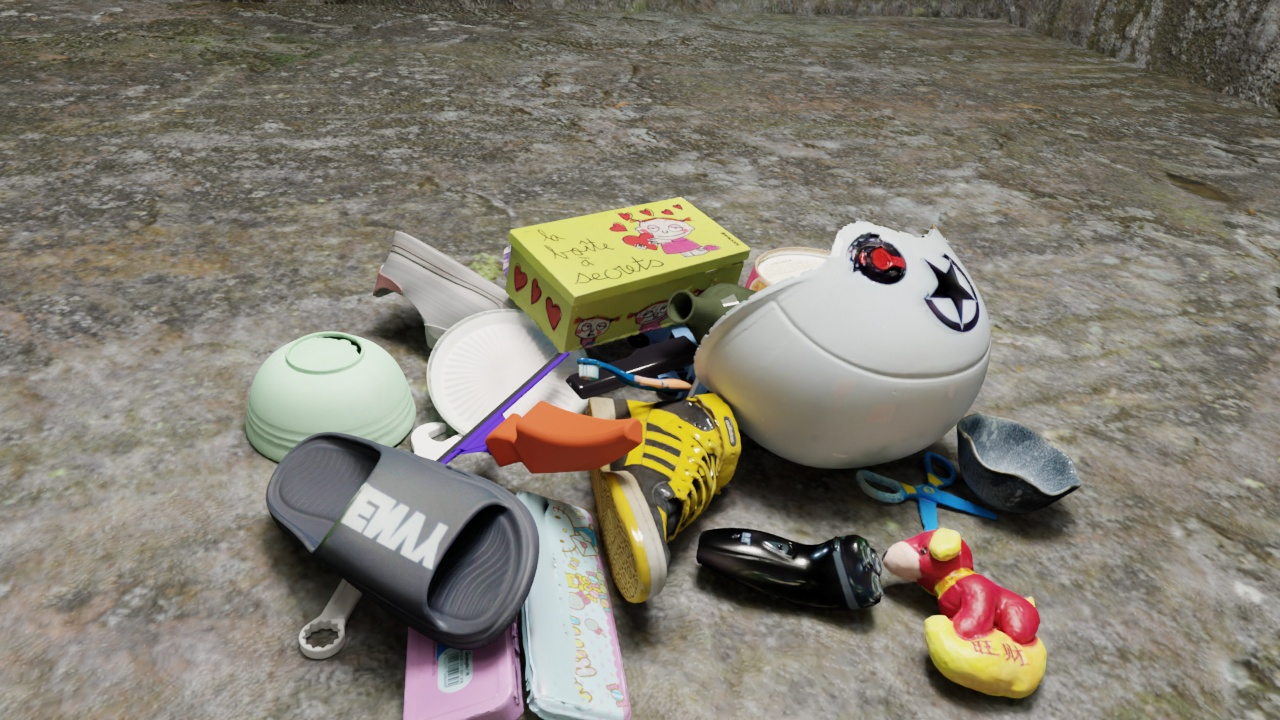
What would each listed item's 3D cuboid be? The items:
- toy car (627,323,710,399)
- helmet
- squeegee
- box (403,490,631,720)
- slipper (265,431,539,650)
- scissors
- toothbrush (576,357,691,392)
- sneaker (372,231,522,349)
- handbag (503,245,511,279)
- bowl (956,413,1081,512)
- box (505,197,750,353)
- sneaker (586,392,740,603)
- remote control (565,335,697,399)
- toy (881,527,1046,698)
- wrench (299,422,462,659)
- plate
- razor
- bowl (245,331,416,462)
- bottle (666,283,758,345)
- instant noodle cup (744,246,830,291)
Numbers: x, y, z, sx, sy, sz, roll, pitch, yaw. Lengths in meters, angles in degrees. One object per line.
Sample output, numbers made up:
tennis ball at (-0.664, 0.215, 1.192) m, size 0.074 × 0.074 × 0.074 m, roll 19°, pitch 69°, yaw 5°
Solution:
toy car at (0.034, -0.014, 0.957) m, size 0.054 × 0.056 × 0.153 m, roll 5°, pitch 33°, yaw -30°
helmet at (0.189, 0.010, 0.807) m, size 0.263 × 0.237 × 0.163 m, roll -9°, pitch 59°, yaw -33°
squeegee at (-0.070, 0.061, 0.713) m, size 0.185 × 0.055 × 0.248 m, roll -9°, pitch 26°, yaw 43°
box at (-0.089, 0.170, 0.648) m, size 0.149 × 0.051 × 0.214 m, roll 2°, pitch 31°, yaw -13°
slipper at (-0.181, 0.101, 0.634) m, size 0.268 × 0.083 × 0.110 m, roll 17°, pitch 64°, yaw 35°
scissors at (0.253, 0.117, 0.821) m, size 0.130 × 0.014 × 0.125 m, roll 10°, pitch 32°, yaw 7°
toothbrush at (-0.003, 0.016, 0.759) m, size 0.022 × 0.017 × 0.135 m, roll -7°, pitch -15°, yaw 43°
sneaker at (-0.176, -0.041, 0.963) m, size 0.236 × 0.089 × 0.099 m, roll 31°, pitch 1°, yaw 5°
handbag at (-0.065, -0.121, 1.044) m, size 0.170 × 0.068 × 0.144 m, roll -23°, pitch 31°, yaw 8°
bowl at (0.326, 0.098, 0.815) m, size 0.110 × 0.055 × 0.110 m, roll 14°, pitch 30°, yaw -9°
box at (-0.014, -0.090, 0.924) m, size 0.220 × 0.082 × 0.124 m, roll -14°, pitch 44°, yaw -34°
sneaker at (0.027, 0.101, 0.736) m, size 0.122 × 0.086 × 0.238 m, roll -4°, pitch 28°, yaw -9°
remote control at (-0.005, 0.005, 0.855) m, size 0.136 × 0.015 × 0.032 m, roll -17°, pitch 46°, yaw -32°
toy at (0.244, 0.181, 0.670) m, size 0.105 × 0.067 × 0.137 m, roll 1°, pitch 39°, yaw -20°
wrench at (-0.200, 0.129, 0.730) m, size 0.047 × 0.009 × 0.272 m, roll 8°, pitch 31°, yaw 5°
plate at (-0.124, 0.016, 0.873) m, size 0.157 × 0.014 × 0.156 m, roll 5°, pitch 56°, yaw -8°
razor at (0.113, 0.150, 0.693) m, size 0.140 × 0.064 × 0.052 m, roll 12°, pitch 30°, yaw 6°
bowl at (-0.281, 0.023, 0.830) m, size 0.151 × 0.077 × 0.150 m, roll 4°, pitch 32°, yaw -3°
bottle at (0.099, -0.036, 0.909) m, size 0.071 × 0.071 × 0.206 m, roll 32°, pitch 13°, yaw 37°
instant noodle cup at (0.194, -0.070, 1.062) m, size 0.178 × 0.078 × 0.178 m, roll 4°, pitch 31°, yaw -3°
